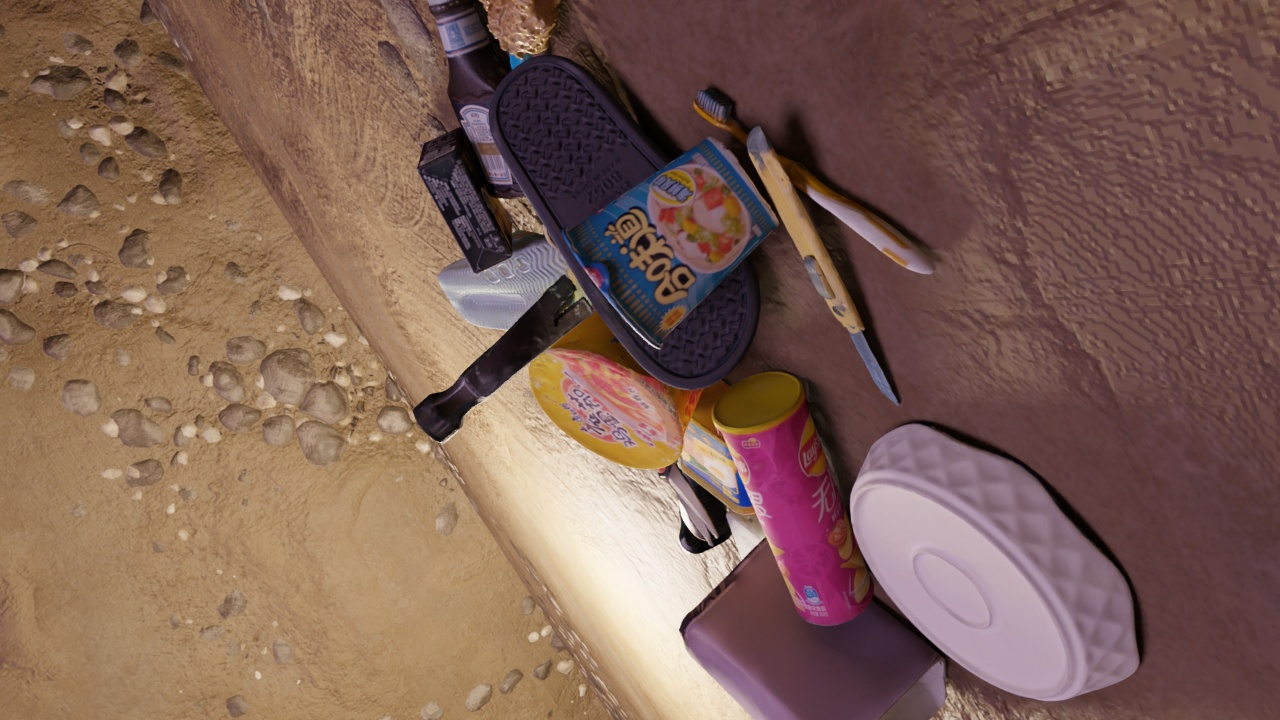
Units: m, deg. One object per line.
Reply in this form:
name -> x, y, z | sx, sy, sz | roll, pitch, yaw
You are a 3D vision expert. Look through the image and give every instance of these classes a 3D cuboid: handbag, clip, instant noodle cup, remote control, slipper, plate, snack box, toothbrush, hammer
handbag -> 0.147, 0.265, 0.810 | 0.197, 0.144, 0.098 | 36, 150, 45
clip -> -0.052, -0.090, 0.786 | 0.071, 0.034, 0.100 | 40, 159, 33
instant noodle cup -> 0.024, -0.078, 0.573 | 0.099, 0.110, 0.099 | 51, -172, -10
remote control -> 0.129, 0.212, 0.946 | 0.058, 0.021, 0.150 | 31, 149, 48
slipper -> -0.122, -0.084, 0.962 | 0.246, 0.074, 0.104 | -1, 130, 46
slipper -> -0.006, -0.103, 0.672 | 0.268, 0.111, 0.083 | 54, -171, 7
plate -> 0.216, 0.138, 0.600 | 0.205, 0.045, 0.205 | 45, 157, 25
snack box -> -0.171, -0.159, 0.892 | 0.125, 0.053, 0.113 | -105, -9, -62
instant noodle cup -> -0.004, 0.004, 0.747 | 0.138, 0.109, 0.138 | 23, 145, 17
toothbrush -> 0.095, -0.108, 0.529 | 0.191, 0.016, 0.018 | 44, 149, 28
hammer -> -0.082, -0.027, 0.715 | 0.032, 0.126, 0.323 | 49, -171, -7

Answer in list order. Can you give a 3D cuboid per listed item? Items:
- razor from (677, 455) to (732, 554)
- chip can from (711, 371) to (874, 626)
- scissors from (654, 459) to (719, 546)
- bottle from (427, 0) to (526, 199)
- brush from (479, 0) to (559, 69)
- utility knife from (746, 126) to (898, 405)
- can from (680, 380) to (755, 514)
razor -> 0.056, 0.125, 0.937 | 0.067, 0.062, 0.168 | 47, 155, 51
chip can -> 0.125, 0.114, 0.728 | 0.071, 0.071, 0.211 | 23, 143, 56
scissors -> 0.020, 0.078, 0.880 | 0.235, 0.021, 0.142 | 29, 112, 53
bottle -> -0.136, -0.237, 0.799 | 0.080, 0.043, 0.195 | 12, 132, 42
brush -> -0.081, -0.220, 0.725 | 0.083, 0.045, 0.255 | 39, 159, 28
utility knife -> 0.114, -0.053, 0.558 | 0.211, 0.022, 0.031 | 51, 175, -26
can -> 0.075, 0.071, 0.798 | 0.102, 0.057, 0.083 | 35, 150, 43
